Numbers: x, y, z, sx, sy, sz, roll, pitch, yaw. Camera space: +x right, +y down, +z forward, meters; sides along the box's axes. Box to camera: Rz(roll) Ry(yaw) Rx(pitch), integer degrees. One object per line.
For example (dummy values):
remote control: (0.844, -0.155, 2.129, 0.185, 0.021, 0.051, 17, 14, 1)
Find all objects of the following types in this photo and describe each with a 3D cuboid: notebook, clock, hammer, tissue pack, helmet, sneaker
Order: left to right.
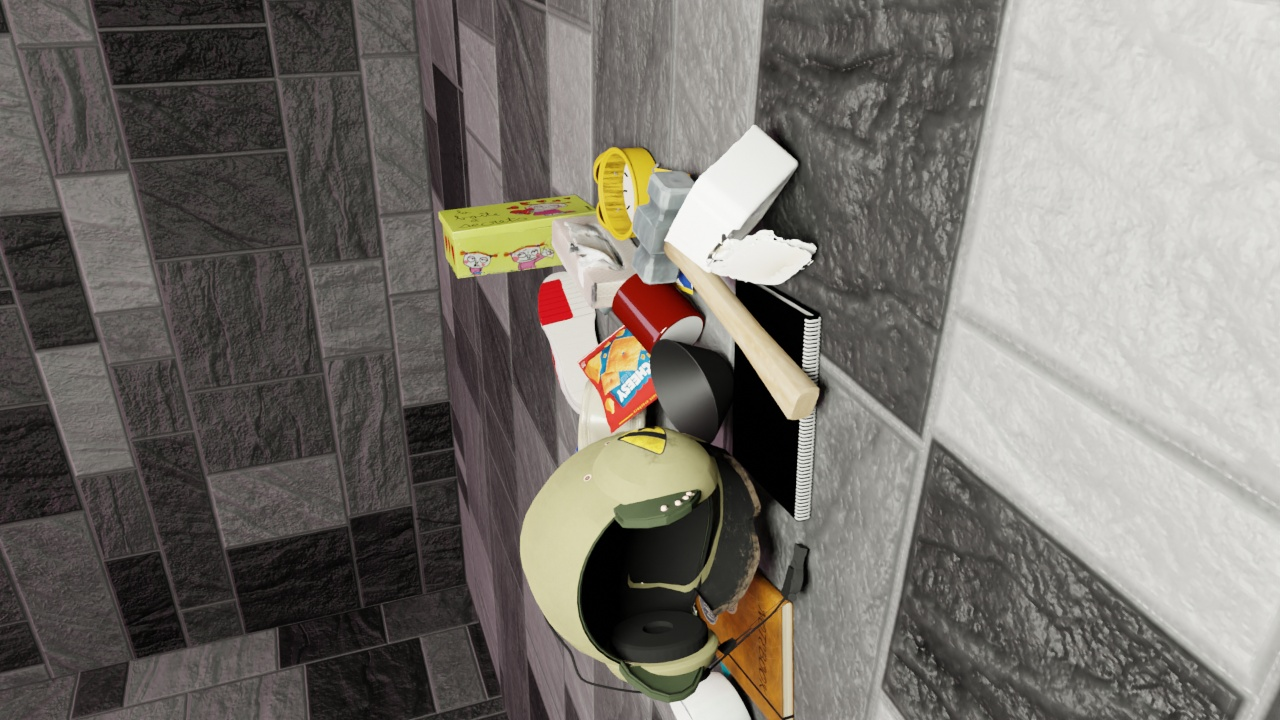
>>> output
sneaker: (-0.107, -0.019, 1.460, 0.104, 0.090, 0.236, 109, 143, -65)
tissue pack: (-0.055, -0.140, 1.210, 0.181, 0.103, 0.071, -118, 28, -46)
clock: (-0.019, -0.211, 1.157, 0.152, 0.052, 0.113, -154, 57, -62)
helmet: (0.017, 0.172, 0.876, 0.233, 0.255, 0.250, -148, 53, -62)
hammer: (0.077, -0.060, 0.894, 0.322, 0.051, 0.117, -122, 35, -43)
notebook: (0.110, 0.302, 1.071, 0.249, 0.014, 0.178, -145, 49, -65)
notebook: (0.128, 0.032, 0.894, 0.149, 0.016, 0.207, -134, 39, -61)

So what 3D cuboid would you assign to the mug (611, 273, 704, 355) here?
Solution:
mug: (0.027, -0.047, 1.062, 0.082, 0.073, 0.105, 50, -171, 29)

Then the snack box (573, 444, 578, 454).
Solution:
snack box: (-0.065, 0.203, 1.399, 0.206, 0.057, 0.056, -108, 37, -58)

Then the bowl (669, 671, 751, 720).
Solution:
bowl: (0.086, 0.423, 1.089, 0.116, 0.065, 0.116, 55, 162, 28)

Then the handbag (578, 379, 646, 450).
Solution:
handbag: (-0.013, 0.114, 1.271, 0.183, 0.132, 0.229, -81, -3, -61)

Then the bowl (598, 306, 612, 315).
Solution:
bowl: (-0.065, -0.118, 1.303, 0.106, 0.039, 0.106, 55, -177, -5)

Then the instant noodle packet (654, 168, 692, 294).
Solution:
instant noodle packet: (0.038, -0.149, 1.053, 0.087, 0.026, 0.134, -148, 52, -60)

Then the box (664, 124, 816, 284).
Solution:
box: (0.106, -0.116, 0.809, 0.130, 0.102, 0.110, 39, 152, 6)

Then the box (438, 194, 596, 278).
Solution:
box: (-0.182, -0.189, 1.377, 0.124, 0.220, 0.082, -129, 36, -60)

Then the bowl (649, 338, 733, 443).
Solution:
bowl: (0.066, 0.025, 0.995, 0.124, 0.052, 0.124, 44, 147, 38)

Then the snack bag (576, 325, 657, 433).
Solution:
snack bag: (-0.007, 0.007, 1.143, 0.039, 0.131, 0.144, 45, -170, -42)

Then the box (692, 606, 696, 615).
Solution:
box: (0.037, 0.370, 1.233, 0.206, 0.050, 0.117, 108, 151, -64)
